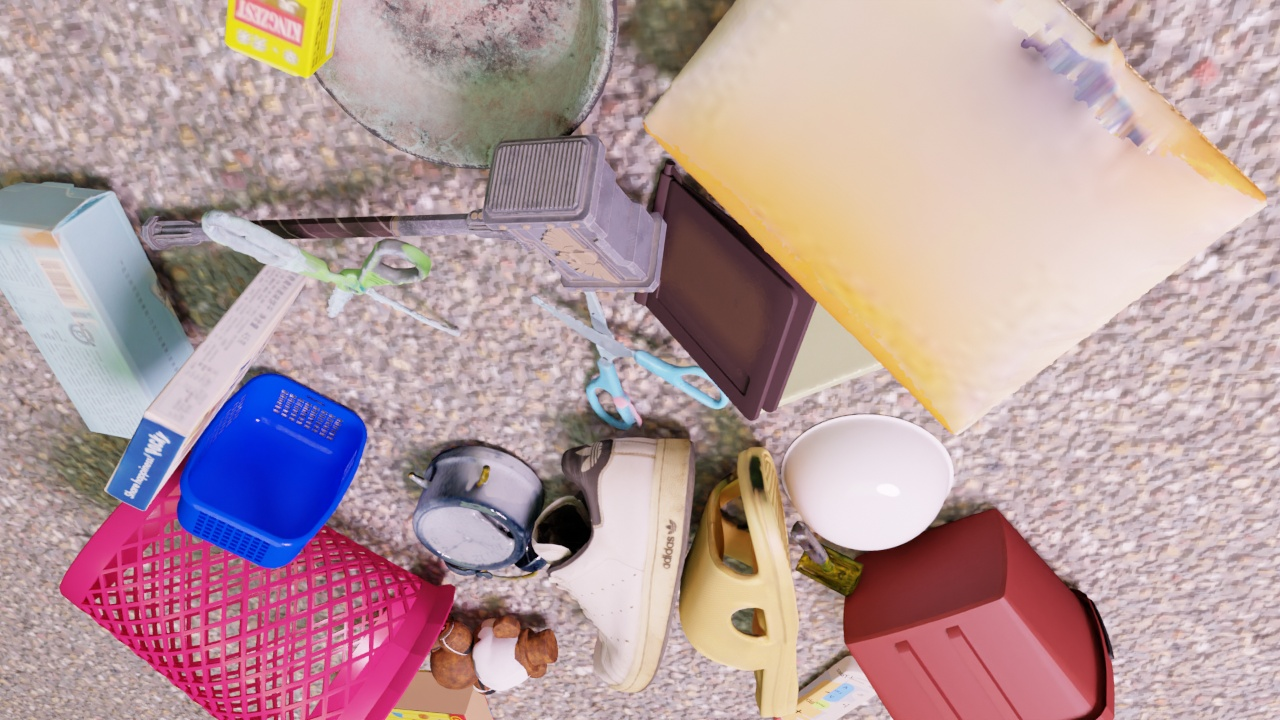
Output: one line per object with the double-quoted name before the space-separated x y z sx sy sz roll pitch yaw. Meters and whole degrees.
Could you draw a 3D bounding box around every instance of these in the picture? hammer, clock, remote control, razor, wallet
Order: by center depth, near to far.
"wallet" 0.038 -0.036 0.480 0.115 0.018 0.092 46 141 33
"hammer" -0.154 -0.073 0.501 0.322 0.044 0.098 2 165 22
"razor" 0.113 0.123 0.589 0.042 0.026 0.106 26 167 31
"clock" -0.112 0.116 0.661 0.090 0.052 0.129 -7 131 17
"remote control" 0.155 0.280 0.761 0.038 0.018 0.126 25 131 -9

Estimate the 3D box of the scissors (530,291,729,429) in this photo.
"scissors" -0.002 0.003 0.548 0.126 0.015 0.136 8 146 22

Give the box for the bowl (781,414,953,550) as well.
"bowl" 0.146 0.089 0.590 0.110 0.040 0.110 6 130 7

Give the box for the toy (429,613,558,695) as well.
"toy" -0.125 0.243 0.764 0.113 0.067 0.087 -16 124 12

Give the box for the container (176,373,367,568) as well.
"container" -0.248 0.077 0.617 0.096 0.114 0.058 30 134 -13

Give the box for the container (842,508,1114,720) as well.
"container" 0.240 0.215 0.618 0.148 0.126 0.201 -29 108 31

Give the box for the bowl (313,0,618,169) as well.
"bowl" -0.085 -0.169 0.426 0.157 0.038 0.158 6 130 7

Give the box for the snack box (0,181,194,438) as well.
"snack box" -0.344 -0.026 0.584 0.075 0.053 0.175 7 130 17

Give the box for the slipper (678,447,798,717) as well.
"slipper" 0.067 0.158 0.626 0.078 0.099 0.264 -4 133 9

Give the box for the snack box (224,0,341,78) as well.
"snack box" -0.139 -0.191 0.373 0.040 0.028 0.148 22 130 -7

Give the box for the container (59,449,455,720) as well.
"container" -0.285 0.182 0.682 0.225 0.182 0.184 38 127 -10

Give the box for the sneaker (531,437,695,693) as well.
"sneaker" -0.027 0.147 0.641 0.102 0.088 0.242 8 127 -3

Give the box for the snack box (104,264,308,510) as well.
"snack box" -0.248 0.008 0.534 0.026 0.149 0.082 34 128 -18

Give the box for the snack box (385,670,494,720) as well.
"snack box" -0.210 0.335 0.867 0.126 0.040 0.088 1 129 11

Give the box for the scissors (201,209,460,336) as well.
"scissors" -0.166 -0.047 0.512 0.168 0.023 0.172 13 163 -27

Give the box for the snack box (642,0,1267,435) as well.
"snack box" 0.117 -0.087 0.375 0.195 0.080 0.145 45 121 4

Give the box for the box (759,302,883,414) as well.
"box" 0.131 -0.040 0.482 0.188 0.089 0.077 -25 101 31
